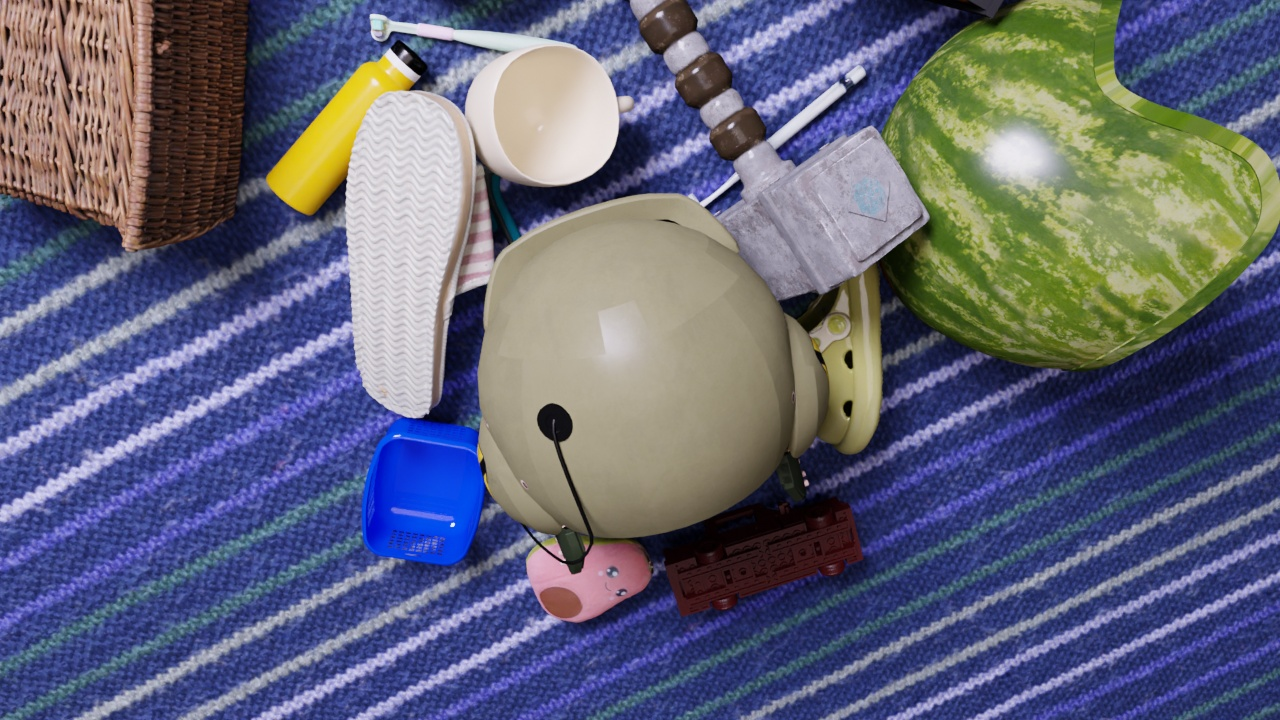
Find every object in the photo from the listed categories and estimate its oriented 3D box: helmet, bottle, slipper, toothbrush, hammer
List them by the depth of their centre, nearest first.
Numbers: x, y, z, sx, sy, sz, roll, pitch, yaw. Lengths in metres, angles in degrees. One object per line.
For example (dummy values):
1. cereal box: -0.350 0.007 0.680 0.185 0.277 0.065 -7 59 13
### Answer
1. hammer: 0.050 -0.188 0.643 0.079 0.177 0.326 -36 97 -19
2. helmet: -0.002 0.005 0.646 0.250 0.255 0.233 -18 113 -1
3. helmet: 0.286 -0.122 0.663 0.244 0.212 0.247 -43 81 23
4. bottle: -0.216 -0.175 0.685 0.043 0.043 0.144 42 100 -17
5. toothbrush: -0.123 -0.241 0.687 0.154 0.015 0.022 5 143 -7
6. slipper: -0.167 -0.075 0.702 0.115 0.052 0.263 24 121 18
7. toothbrush: 0.103 -0.175 0.737 0.187 0.012 0.017 -39 105 7
8. slipper: 0.155 -0.012 0.759 0.081 0.091 0.191 -3 106 -3

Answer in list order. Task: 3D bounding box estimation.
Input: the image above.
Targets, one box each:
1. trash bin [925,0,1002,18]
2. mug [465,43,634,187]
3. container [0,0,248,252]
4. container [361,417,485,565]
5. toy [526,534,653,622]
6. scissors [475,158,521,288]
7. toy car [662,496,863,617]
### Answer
1. trash bin: 0.176 -0.340 0.608 0.171 0.139 0.140 22 113 -14
2. mug: -0.068 -0.179 0.672 0.120 0.100 0.096 -16 108 -23
3. container: -0.375 -0.215 0.597 0.183 0.162 0.250 8 107 -5
4. container: -0.181 0.107 0.777 0.096 0.058 0.114 11 107 -10
5. toy: -0.044 0.190 0.824 0.110 0.051 0.090 -18 111 -1
6. scissors: -0.120 -0.122 0.727 0.146 0.019 0.133 23 103 -12
7. toy car: 0.107 0.171 0.828 0.170 0.061 0.070 -18 110 0
